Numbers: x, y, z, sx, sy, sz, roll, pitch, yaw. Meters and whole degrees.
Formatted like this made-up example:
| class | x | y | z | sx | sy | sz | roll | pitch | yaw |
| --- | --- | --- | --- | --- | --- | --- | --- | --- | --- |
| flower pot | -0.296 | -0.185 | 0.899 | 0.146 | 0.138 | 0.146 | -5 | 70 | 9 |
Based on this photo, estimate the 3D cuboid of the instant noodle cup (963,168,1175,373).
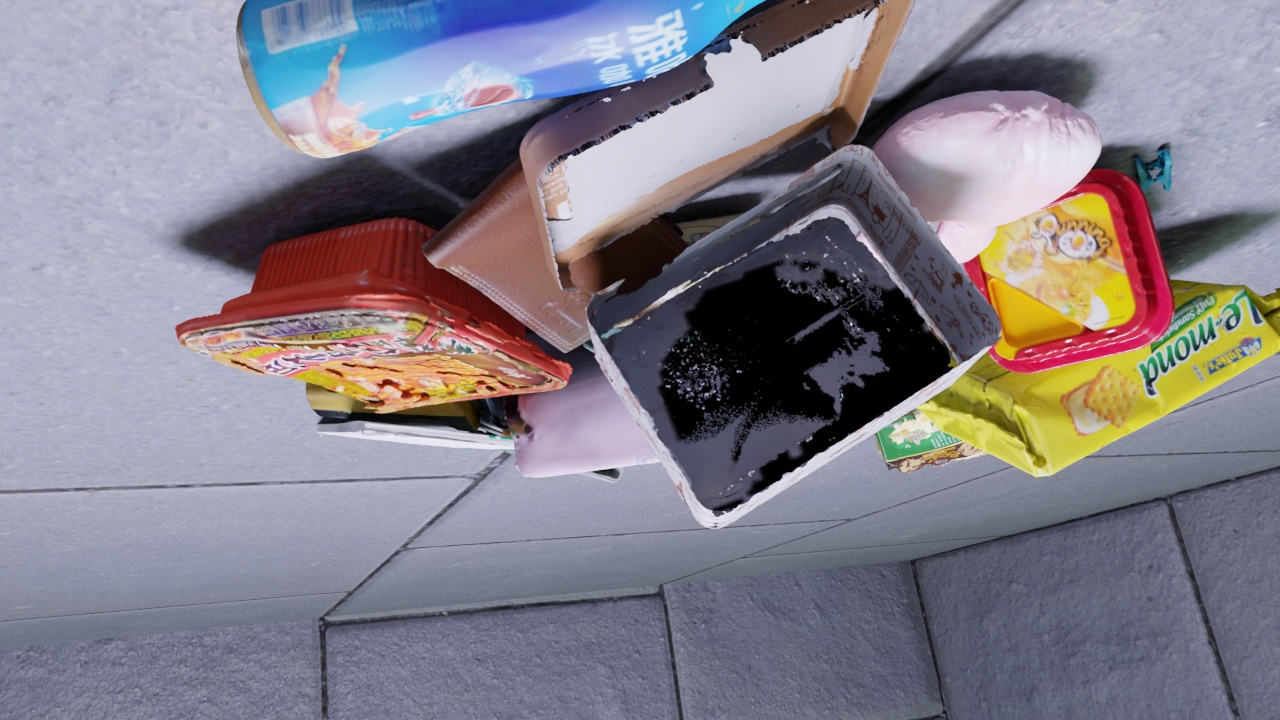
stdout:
| class | x | y | z | sx | sy | sz | roll | pitch | yaw |
| --- | --- | --- | --- | --- | --- | --- | --- | --- | --- |
| instant noodle cup | 0.296 | -0.058 | 0.618 | 0.116 | 0.116 | 0.123 | -18 | 171 | 41 |

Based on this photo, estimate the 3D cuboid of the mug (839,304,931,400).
| class | x | y | z | sx | sy | sz | roll | pitch | yaw |
| --- | --- | --- | --- | --- | --- | --- | --- | --- | --- |
| mug | 0.203 | -0.005 | 0.781 | 0.112 | 0.082 | 0.106 | -43 | 153 | 6 |

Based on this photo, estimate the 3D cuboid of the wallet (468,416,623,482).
| class | x | y | z | sx | sy | sz | roll | pitch | yaw |
| --- | --- | --- | --- | --- | --- | --- | --- | --- | --- |
| wallet | -0.094 | 0.083 | 0.902 | 0.130 | 0.037 | 0.106 | 15 | 172 | 30 |

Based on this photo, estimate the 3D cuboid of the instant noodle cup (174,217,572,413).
| class | x | y | z | sx | sy | sz | roll | pitch | yaw |
| --- | --- | --- | --- | --- | --- | --- | --- | --- | --- |
| instant noodle cup | -0.146 | -0.022 | 0.543 | 0.165 | 0.079 | 0.188 | -6 | 163 | 26 |

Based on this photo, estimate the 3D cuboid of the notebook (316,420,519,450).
| class | x | y | z | sx | sy | sz | roll | pitch | yaw |
| --- | --- | --- | --- | --- | --- | --- | --- | --- | --- |
| notebook | -0.188 | 0.068 | 0.799 | 0.150 | 0.012 | 0.210 | 9 | 171 | -28 |

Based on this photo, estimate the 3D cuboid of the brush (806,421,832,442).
| class | x | y | z | sx | sy | sz | roll | pitch | yaw |
| --- | --- | --- | --- | --- | --- | --- | --- | --- | --- |
| brush | 0.159 | 0.060 | 0.946 | 0.063 | 0.073 | 0.146 | -2 | 162 | -20 |

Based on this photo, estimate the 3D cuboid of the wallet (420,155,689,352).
| class | x | y | z | sx | sy | sz | roll | pitch | yaw |
| --- | --- | --- | --- | --- | --- | --- | --- | --- | --- |
| wallet | -0.040 | -0.061 | 0.491 | 0.101 | 0.032 | 0.124 | -38 | 141 | 12 |

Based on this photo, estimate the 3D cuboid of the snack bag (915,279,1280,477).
| class | x | y | z | sx | sy | sz | roll | pitch | yaw |
| --- | --- | --- | --- | --- | --- | --- | --- | --- | --- |
| snack bag | 0.352 | -0.002 | 0.717 | 0.246 | 0.068 | 0.158 | -26 | -168 | -4 |

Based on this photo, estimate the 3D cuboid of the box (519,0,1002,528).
| class | x | y | z | sx | sy | sz | roll | pitch | yaw |
| --- | --- | --- | --- | --- | --- | --- | --- | --- | --- |
| box | 0.069 | -0.034 | 0.430 | 0.181 | 0.157 | 0.198 | -29 | 163 | -9 |

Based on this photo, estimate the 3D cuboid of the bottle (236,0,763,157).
| class | x | y | z | sx | sy | sz | roll | pitch | yaw |
| --- | --- | --- | --- | --- | --- | --- | --- | --- | --- |
| bottle | -0.032 | -0.129 | 0.334 | 0.219 | 0.065 | 0.065 | -12 | 161 | 7 |

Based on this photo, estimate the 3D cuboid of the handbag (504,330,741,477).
| class | x | y | z | sx | sy | sz | roll | pitch | yaw |
| --- | --- | --- | --- | --- | --- | --- | --- | --- | --- |
| handbag | 0.007 | 0.023 | 0.664 | 0.197 | 0.098 | 0.145 | -9 | -166 | 0 |

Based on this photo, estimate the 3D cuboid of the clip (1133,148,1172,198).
| class | x | y | z | sx | sy | sz | roll | pitch | yaw |
| --- | --- | --- | --- | --- | --- | --- | --- | --- | --- |
| clip | 0.331 | -0.120 | 0.591 | 0.045 | 0.014 | 0.056 | -17 | 162 | 25 |

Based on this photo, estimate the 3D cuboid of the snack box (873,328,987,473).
| class | x | y | z | sx | sy | sz | roll | pitch | yaw |
| --- | --- | --- | --- | --- | --- | --- | --- | --- | --- |
| snack box | 0.265 | 0.030 | 0.872 | 0.118 | 0.117 | 0.105 | -19 | 147 | 20 |

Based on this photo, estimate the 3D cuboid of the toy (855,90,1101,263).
| class | x | y | z | sx | sy | sz | roll | pitch | yaw |
| --- | --- | --- | --- | --- | --- | --- | --- | --- | --- |
| toy | 0.181 | -0.099 | 0.523 | 0.121 | 0.054 | 0.160 | 1 | 159 | -6 |

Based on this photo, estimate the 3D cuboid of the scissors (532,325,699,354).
| class | x | y | z | sx | sy | sz | roll | pitch | yaw |
| --- | --- | --- | --- | --- | --- | --- | --- | --- | --- |
| scissors | 0.019 | -0.030 | 0.637 | 0.181 | 0.019 | 0.170 | -16 | -166 | -27 |

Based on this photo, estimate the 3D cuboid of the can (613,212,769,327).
| class | x | y | z | sx | sy | sz | roll | pitch | yaw |
| --- | --- | --- | --- | --- | --- | --- | --- | --- | --- |
| can | 0.023 | -0.056 | 0.573 | 0.116 | 0.058 | 0.058 | -9 | 161 | 1 |

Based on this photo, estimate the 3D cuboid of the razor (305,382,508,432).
| class | x | y | z | sx | sy | sz | roll | pitch | yaw |
| --- | --- | --- | --- | --- | --- | --- | --- | --- | --- |
| razor | -0.185 | 0.027 | 0.750 | 0.167 | 0.062 | 0.068 | 1 | 129 | -10 |
